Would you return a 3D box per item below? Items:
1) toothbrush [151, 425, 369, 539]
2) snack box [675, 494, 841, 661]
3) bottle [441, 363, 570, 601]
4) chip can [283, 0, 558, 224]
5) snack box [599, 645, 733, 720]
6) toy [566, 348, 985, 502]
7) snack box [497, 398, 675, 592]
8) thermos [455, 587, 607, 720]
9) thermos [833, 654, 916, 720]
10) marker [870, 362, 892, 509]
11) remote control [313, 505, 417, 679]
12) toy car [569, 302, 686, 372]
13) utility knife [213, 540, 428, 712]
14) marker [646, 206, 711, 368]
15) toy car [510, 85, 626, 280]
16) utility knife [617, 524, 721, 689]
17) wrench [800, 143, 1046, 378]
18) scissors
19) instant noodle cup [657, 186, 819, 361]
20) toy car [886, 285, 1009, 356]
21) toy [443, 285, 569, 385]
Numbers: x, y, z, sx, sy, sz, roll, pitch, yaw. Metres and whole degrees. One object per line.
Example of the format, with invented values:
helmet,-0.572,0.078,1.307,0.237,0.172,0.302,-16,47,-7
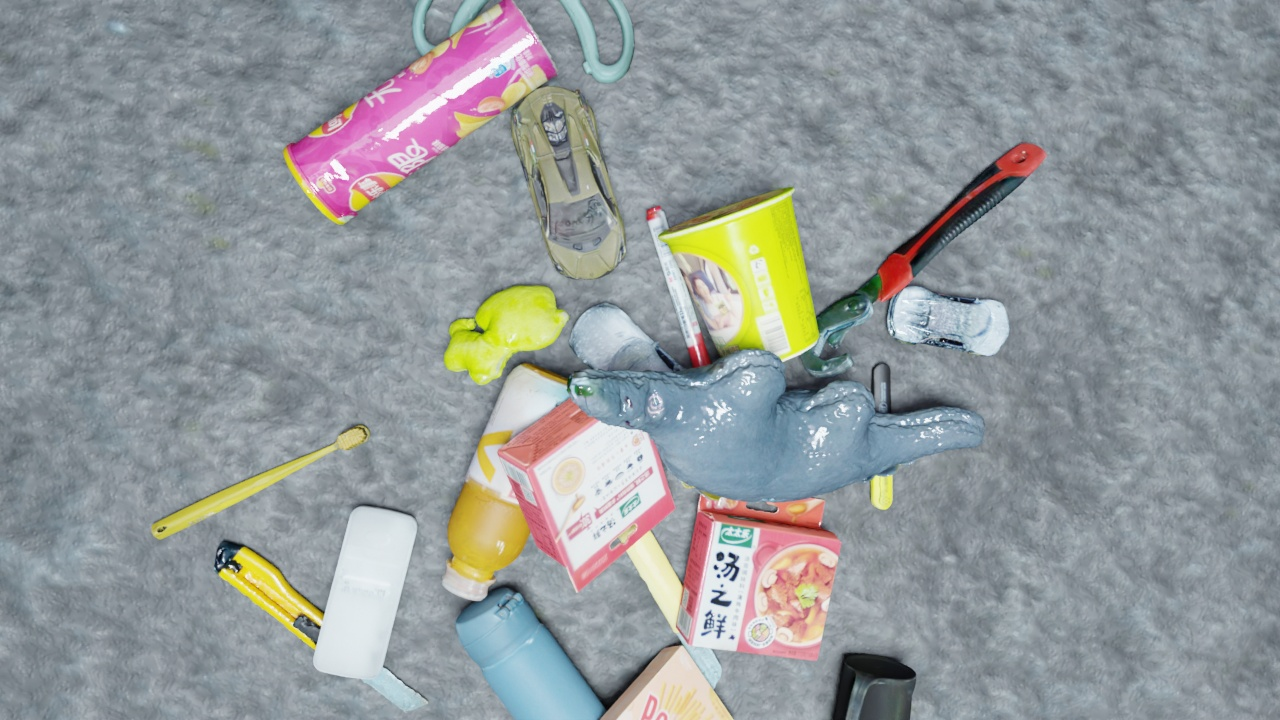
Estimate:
toothbrush,-0.309,0.099,0.747,0.190,0.016,0.015,-26,92,-2
snack box,0.098,0.172,0.751,0.113,0.044,0.127,10,91,-12
bottle,-0.106,0.098,0.733,0.068,0.068,0.189,23,90,-4
chip can,-0.169,-0.193,0.710,0.210,0.071,0.071,-34,93,4
snack box,0.004,0.308,0.721,0.156,0.026,0.084,-37,94,-40
toy,0.095,0.055,0.707,0.355,0.138,0.091,9,56,-25
snack box,-0.038,0.093,0.712,0.113,0.044,0.127,-36,127,-29
thermos,-0.067,0.284,0.744,0.070,0.070,0.220,-36,92,-2
thermos,0.174,0.371,0.750,0.069,0.089,0.242,7,91,38
marker,0.205,0.064,0.776,0.018,0.015,0.124,0,90,-9
remote control,-0.223,0.188,0.746,0.056,0.020,0.136,14,84,-11
toy car,-0.004,0.004,0.754,0.120,0.037,0.054,43,89,0
utility knife,-0.263,0.221,0.754,0.216,0.015,0.033,40,91,-4
marker,0.032,-0.057,0.763,0.017,0.017,0.145,-18,92,-3
toy car,-0.056,-0.143,0.744,0.070,0.042,0.158,-18,95,-2
utility knife,0.016,0.185,0.767,0.031,0.021,0.204,-30,87,2
wrench,0.232,-0.087,0.761,0.273,0.056,0.016,-44,132,-5
scissors,-0.090,-0.278,0.749,0.171,0.019,0.170,-44,92,-2
instant noodle cup,0.086,-0.060,0.727,0.111,0.111,0.123,-21,101,-3
toy car,0.260,-0.033,0.769,0.105,0.031,0.049,9,92,-4
toy,-0.110,-0.026,0.738,0.097,0.031,0.100,22,69,30
